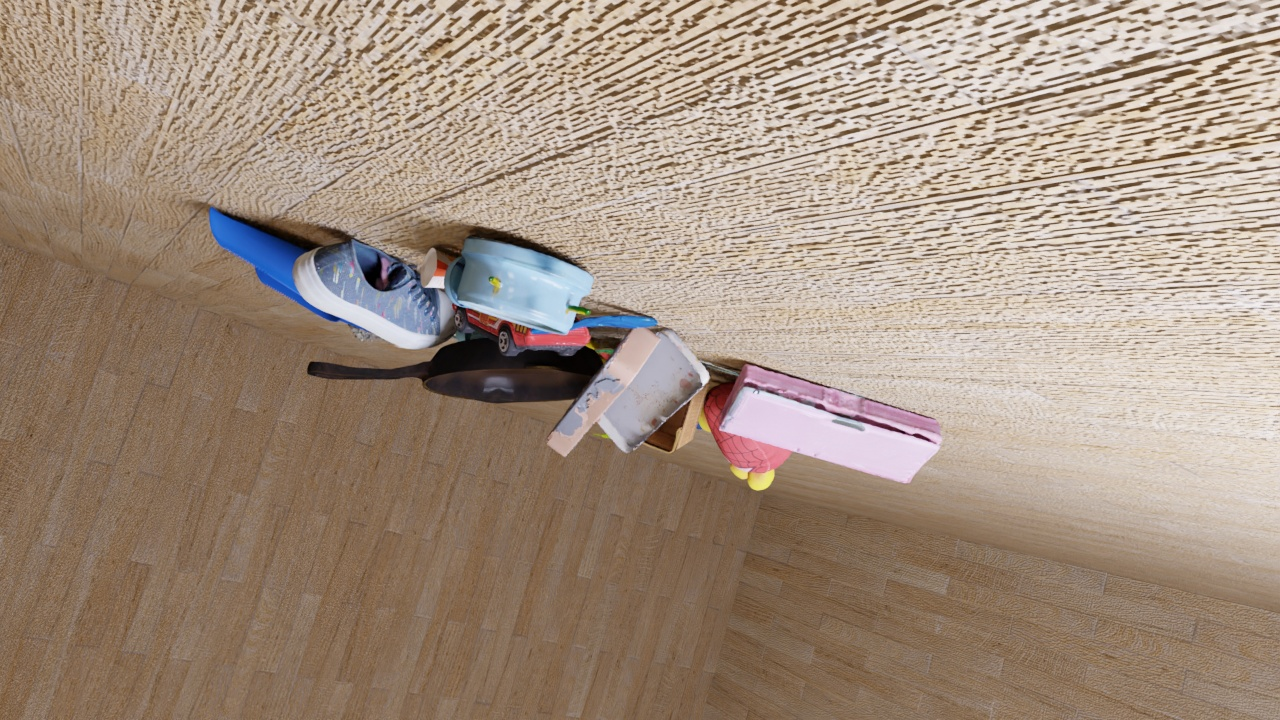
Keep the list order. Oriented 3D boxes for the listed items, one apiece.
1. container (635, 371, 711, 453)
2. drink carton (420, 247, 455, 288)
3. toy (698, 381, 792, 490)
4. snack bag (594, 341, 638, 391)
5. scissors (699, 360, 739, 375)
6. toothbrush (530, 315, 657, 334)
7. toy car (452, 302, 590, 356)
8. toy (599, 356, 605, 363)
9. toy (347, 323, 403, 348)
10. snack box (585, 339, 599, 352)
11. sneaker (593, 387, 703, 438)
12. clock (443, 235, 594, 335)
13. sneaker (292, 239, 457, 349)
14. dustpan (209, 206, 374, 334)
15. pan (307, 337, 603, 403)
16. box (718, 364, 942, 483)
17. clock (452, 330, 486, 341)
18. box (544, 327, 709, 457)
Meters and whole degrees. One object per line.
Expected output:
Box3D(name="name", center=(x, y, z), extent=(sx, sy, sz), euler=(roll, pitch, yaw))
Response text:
Box3D(name="container", center=(0.041, 0.050, 1.112), extent=(0.063, 0.114, 0.061), euler=(20, -173, 28))
Box3D(name="drink carton", center=(-0.151, -0.078, 0.912), extent=(0.122, 0.039, 0.069), euler=(13, 180, -27))
Box3D(name="toy", center=(0.135, 0.087, 1.178), extent=(0.147, 0.098, 0.216), euler=(48, 174, 7))
Box3D(name="snack bag", center=(-0.007, 0.007, 1.164), extent=(0.087, 0.044, 0.155), euler=(8, 165, 16))
Box3D(name="scissors", center=(0.120, 0.016, 1.063), extent=(0.133, 0.015, 0.103), euler=(21, 175, -4))
Box3D(name="toothbrush", center=(-0.044, -0.037, 0.900), extent=(0.132, 0.016, 0.021), euler=(-5, 173, -22))
Box3D(name="toy car", center=(-0.132, -0.042, 0.976), extent=(0.081, 0.056, 0.189), euler=(1, -169, -36))
Box3D(name="toy", center=(-0.073, 0.011, 1.292), extent=(0.094, 0.041, 0.095), euler=(16, 174, 38))
Box3D(name="toy", center=(-0.334, -0.054, 1.276), extent=(0.176, 0.076, 0.133), euler=(6, 171, 8))
Box3D(name="snack box", center=(-0.129, -0.035, 1.150), extent=(0.075, 0.025, 0.152), euler=(7, 167, 44))
Box3D(name="sneaker", center=(0.014, 0.092, 1.479), extent=(0.242, 0.091, 0.116), euler=(13, 169, 18))
Box3D(name="clock", center=(-0.110, -0.065, 0.813), extent=(0.118, 0.060, 0.162), euler=(18, 176, -21))
Box3D(name="sneaker", center=(-0.270, -0.074, 1.023), extent=(0.079, 0.087, 0.235), euler=(-23, 159, 22))
Box3D(name="dustpan", center=(-0.390, -0.088, 1.142), extent=(0.257, 0.059, 0.246), euler=(21, 171, -9))
Box3D(name="pan", center=(-0.209, 0.008, 1.097), extent=(0.355, 0.043, 0.249), euler=(4, 167, -21))
Box3D(name="box", center=(0.209, 0.078, 1.022), extent=(0.233, 0.046, 0.098), euler=(17, 132, -5))
Box3D(name="clock", center=(-0.208, -0.029, 1.246), extent=(0.123, 0.042, 0.087), euler=(-1, 165, 37))
Box3D(name="box", center=(-0.029, 0.045, 1.005), extent=(0.107, 0.095, 0.217), euler=(-24, 166, -34))
